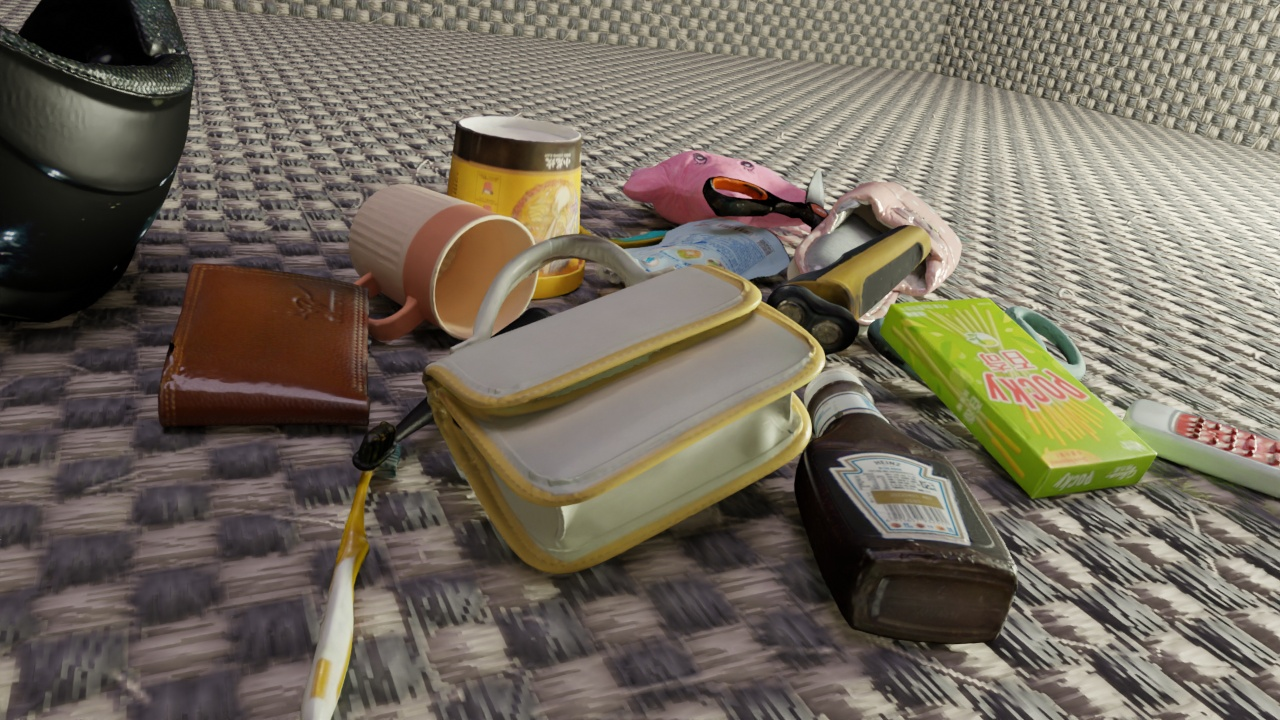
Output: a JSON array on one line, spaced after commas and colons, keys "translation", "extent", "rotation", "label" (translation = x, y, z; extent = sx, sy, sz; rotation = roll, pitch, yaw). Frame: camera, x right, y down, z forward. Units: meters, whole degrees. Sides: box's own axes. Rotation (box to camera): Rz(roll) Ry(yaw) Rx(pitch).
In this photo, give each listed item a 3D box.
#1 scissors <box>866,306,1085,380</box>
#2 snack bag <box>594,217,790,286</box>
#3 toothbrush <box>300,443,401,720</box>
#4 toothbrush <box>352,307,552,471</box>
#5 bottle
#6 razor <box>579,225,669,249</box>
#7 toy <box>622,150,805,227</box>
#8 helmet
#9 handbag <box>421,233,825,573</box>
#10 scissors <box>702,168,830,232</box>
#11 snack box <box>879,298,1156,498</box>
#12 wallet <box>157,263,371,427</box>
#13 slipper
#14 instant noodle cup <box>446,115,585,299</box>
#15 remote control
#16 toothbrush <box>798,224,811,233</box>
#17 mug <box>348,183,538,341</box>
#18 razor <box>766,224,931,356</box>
[{"translation": [0.239, -0.006, 0.637], "extent": [0.170, 0.019, 0.171], "rotation": [19, 34, 2], "label": "scissors"}, {"translation": [0.047, -0.079, 0.743], "extent": [0.110, 0.039, 0.190], "rotation": [28, 29, 18], "label": "snack bag"}, {"translation": [-0.112, 0.079, 0.367], "extent": [0.018, 0.016, 0.191], "rotation": [11, 22, -14], "label": "toothbrush"}, {"translation": [-0.094, 0.010, 0.500], "extent": [0.026, 0.027, 0.212], "rotation": [30, 24, 5], "label": "toothbrush"}, {"translation": [0.114, 0.058, 0.450], "extent": [0.080, 0.044, 0.194], "rotation": [6, 23, -4], "label": "bottle"}, {"translation": [-0.017, -0.107, 0.800], "extent": [0.132, 0.043, 0.028], "rotation": [-2, 50, -32], "label": "razor"}, {"translation": [0.080, -0.160, 0.889], "extent": [0.194, 0.075, 0.178], "rotation": [7, 16, -2], "label": "toy"}, {"translation": [-0.404, -0.148, 0.524], "extent": [0.275, 0.230, 0.233], "rotation": [14, 10, 12], "label": "helmet"}, {"translation": [-0.021, -0.006, 0.439], "extent": [0.163, 0.063, 0.178], "rotation": [-23, 51, -26], "label": "handbag"}, {"translation": [0.145, -0.129, 0.815], "extent": [0.227, 0.022, 0.220], "rotation": [17, 40, -22], "label": "scissors"}, {"translation": [0.223, 0.017, 0.557], "extent": [0.085, 0.026, 0.156], "rotation": [-4, 39, -23], "label": "snack box"}, {"translation": [-0.198, -0.008, 0.499], "extent": [0.101, 0.032, 0.124], "rotation": [4, 35, -19], "label": "wallet"}, {"translation": [0.204, -0.099, 0.763], "extent": [0.114, 0.055, 0.273], "rotation": [47, 40, 8], "label": "slipper"}, {"translation": [-0.097, -0.120, 0.699], "extent": [0.118, 0.115, 0.118], "rotation": [6, 23, -3], "label": "instant noodle cup"}, {"translation": [0.366, 0.058, 0.556], "extent": [0.136, 0.020, 0.055], "rotation": [22, 28, 29], "label": "remote control"}, {"translation": [0.217, -0.109, 0.890], "extent": [0.016, 0.016, 0.180], "rotation": [-12, 32, -32], "label": "toothbrush"}, {"translation": [-0.143, -0.058, 0.604], "extent": [0.106, 0.082, 0.114], "rotation": [26, 59, 39], "label": "mug"}, {"translation": [0.151, -0.051, 0.638], "extent": [0.068, 0.062, 0.167], "rotation": [21, 41, 41], "label": "razor"}]
